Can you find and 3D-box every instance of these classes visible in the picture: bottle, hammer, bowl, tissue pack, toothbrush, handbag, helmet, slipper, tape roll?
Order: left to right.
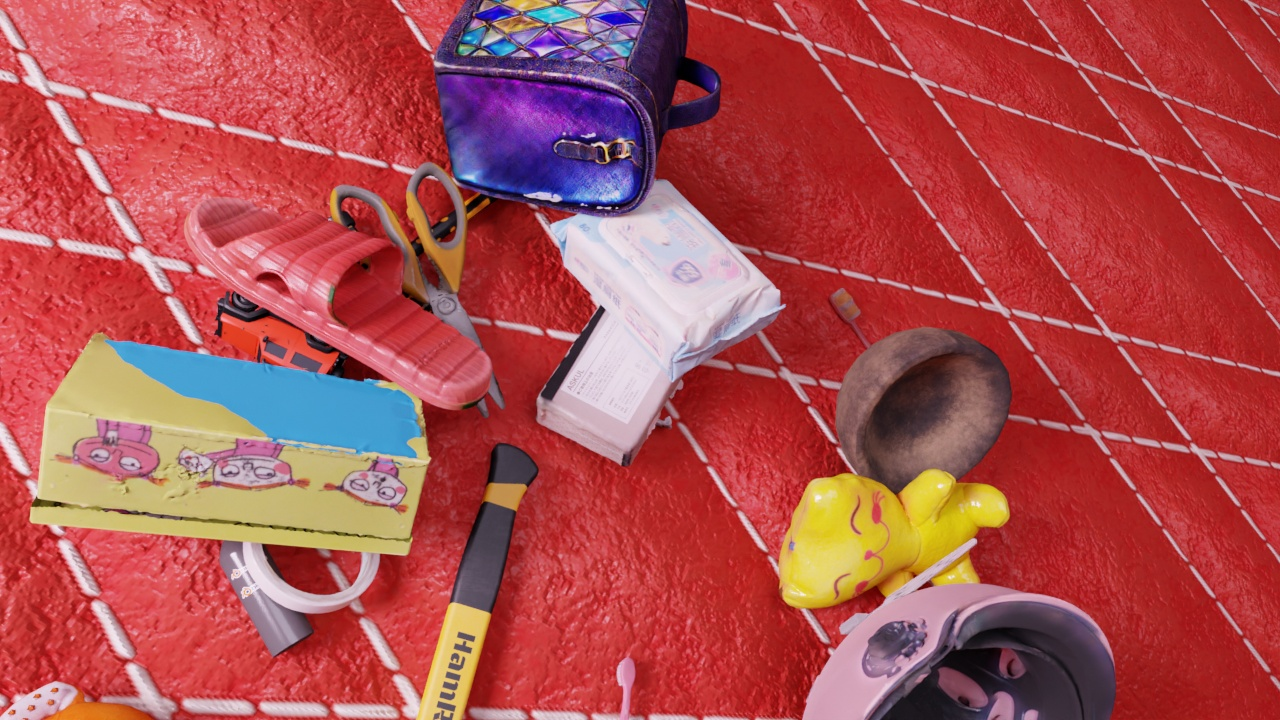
[{"bbox_3d":[-0.262,0.143,0.620,0.030,0.030,0.113,-29,81,-32],"label":"bottle"},{"bbox_3d":[-0.225,0.129,0.633,0.093,0.013,0.092,29,37,-25],"label":"tape roll"},{"bbox_3d":[-0.210,-0.057,0.673,0.249,0.059,0.103,33,29,-2],"label":"slipper"},{"bbox_3d":[-0.134,0.206,0.653,0.169,0.034,0.323,21,59,-14],"label":"hammer"},{"bbox_3d":[-0.121,-0.155,0.824,0.123,0.036,0.319,47,59,0],"label":"hammer"},{"bbox_3d":[-0.043,-0.234,0.775,0.222,0.126,0.204,6,47,6],"label":"handbag"},{"bbox_3d":[-0.013,0.290,0.678,0.021,0.016,0.134,11,65,-20],"label":"toothbrush"},{"bbox_3d":[-0.005,0.004,0.791,0.104,0.071,0.180,26,54,6],"label":"tissue pack"},{"bbox_3d":[0.019,-0.076,0.766,0.111,0.070,0.182,-31,66,-25],"label":"tissue pack"},{"bbox_3d":[0.251,0.006,0.932,0.015,0.016,0.184,-29,83,-39],"label":"toothbrush"},{"bbox_3d":[0.209,0.183,0.732,0.010,0.182,0.010,6,52,-20],"label":"toothbrush"},{"bbox_3d":[0.251,0.041,0.844,0.162,0.162,0.070,5,25,-23],"label":"bowl"},{"bbox_3d":[0.230,0.278,0.694,0.230,0.152,0.255,34,87,-17],"label":"helmet"}]

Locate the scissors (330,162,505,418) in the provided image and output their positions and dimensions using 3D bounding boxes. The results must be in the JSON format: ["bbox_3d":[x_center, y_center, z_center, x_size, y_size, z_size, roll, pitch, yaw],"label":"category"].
[{"bbox_3d":[-0.174,-0.054,0.739,0.133,0.016,0.228,-13,78,-25],"label":"scissors"}]

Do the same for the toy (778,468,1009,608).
[{"bbox_3d":[0.211,0.144,0.790,0.193,0.135,0.087,0,25,-20],"label":"toy"}]

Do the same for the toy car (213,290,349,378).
[{"bbox_3d":[-0.266,-0.011,0.676,0.100,0.051,0.048,25,57,-13],"label":"toy car"}]

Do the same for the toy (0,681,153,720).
[{"bbox_3d":[-0.319,0.273,0.498,0.163,0.093,0.172,23,58,-12],"label":"toy"}]

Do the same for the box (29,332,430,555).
[{"bbox_3d":[-0.255,0.057,0.603,0.220,0.082,0.124,12,20,-23],"label":"box"}]
